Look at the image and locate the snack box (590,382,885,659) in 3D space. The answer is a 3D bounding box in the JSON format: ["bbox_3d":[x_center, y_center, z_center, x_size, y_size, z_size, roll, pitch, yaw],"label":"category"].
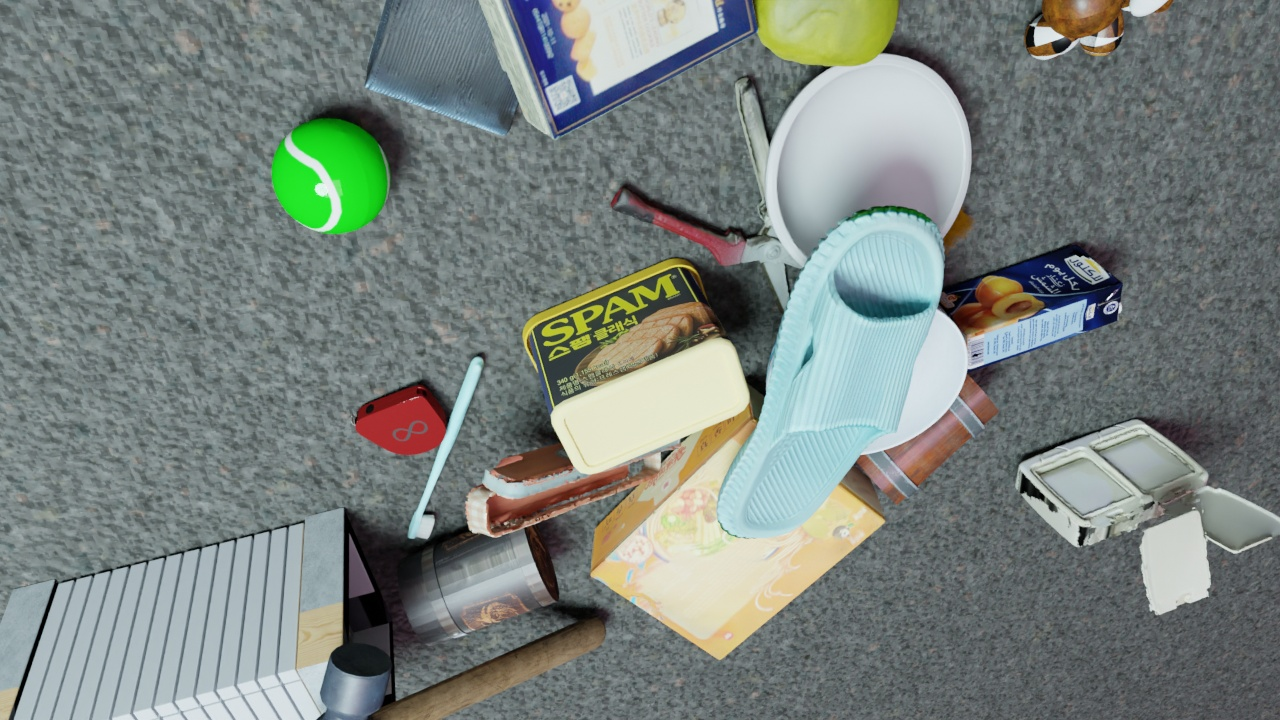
[{"bbox_3d":[0.074,0.131,0.755,0.145,0.080,0.196,37,112,-16],"label":"snack box"}]

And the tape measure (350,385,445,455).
[{"bbox_3d":[-0.173,0.046,0.672,0.059,0.019,0.051,-20,131,7],"label":"tape measure"}]

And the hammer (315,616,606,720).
[{"bbox_3d":[-0.124,0.251,0.716,0.321,0.040,0.129,0,110,-59],"label":"hammer"}]

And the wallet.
[{"bbox_3d":[-0.097,-0.191,0.517,0.089,0.026,0.115,12,121,-26],"label":"wallet"}]

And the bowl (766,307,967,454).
[{"bbox_3d":[0.159,-0.007,0.682,0.144,0.074,0.144,-3,128,-3],"label":"bowl"}]

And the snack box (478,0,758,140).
[{"bbox_3d":[-0.018,-0.217,0.491,0.145,0.042,0.144,-31,130,-13],"label":"snack box"}]

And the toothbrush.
[{"bbox_3d":[-0.147,0.070,0.699,0.016,0.016,0.181,12,121,-21],"label":"toothbrush"}]

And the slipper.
[{"bbox_3d":[0.128,0.030,0.600,0.115,0.069,0.277,-1,127,-30],"label":"slipper"}]

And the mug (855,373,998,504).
[{"bbox_3d":[0.219,0.043,0.755,0.111,0.081,0.117,-42,118,10],"label":"mug"}]

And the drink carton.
[{"bbox_3d":[0.303,-0.043,0.724,0.130,0.064,0.040,-19,131,-2],"label":"drink carton"}]

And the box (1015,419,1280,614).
[{"bbox_3d":[0.447,0.119,0.811,0.143,0.180,0.080,-20,128,-11],"label":"box"}]

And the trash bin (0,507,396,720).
[{"bbox_3d":[-0.325,0.239,0.686,0.247,0.142,0.143,-13,128,-8],"label":"trash bin"}]

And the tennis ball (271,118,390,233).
[{"bbox_3d":[-0.178,-0.106,0.529,0.065,0.065,0.065,-8,127,-11],"label":"tennis ball"}]

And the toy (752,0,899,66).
[{"bbox_3d":[0.113,-0.229,0.536,0.090,0.051,0.110,3,120,-5],"label":"toy"}]

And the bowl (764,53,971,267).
[{"bbox_3d":[0.146,-0.128,0.618,0.149,0.043,0.150,-5,110,-15],"label":"bowl"}]

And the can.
[{"bbox_3d":[-0.004,0.004,0.637,0.135,0.104,0.075,-23,128,0],"label":"can"}]

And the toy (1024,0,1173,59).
[{"bbox_3d":[0.304,-0.244,0.583,0.112,0.067,0.087,-32,128,-4],"label":"toy"}]

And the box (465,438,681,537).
[{"bbox_3d":[-0.041,0.084,0.671,0.067,0.057,0.186,-19,176,43],"label":"box"}]

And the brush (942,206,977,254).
[{"bbox_3d":[0.193,-0.073,0.697,0.126,0.017,0.048,-44,125,16],"label":"brush"}]

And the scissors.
[{"bbox_3d":[0.072,-0.105,0.638,0.198,0.015,0.180,1,125,-19],"label":"scissors"}]

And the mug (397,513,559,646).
[{"bbox_3d":[-0.127,0.183,0.757,0.107,0.080,0.116,-21,155,0],"label":"mug"}]
